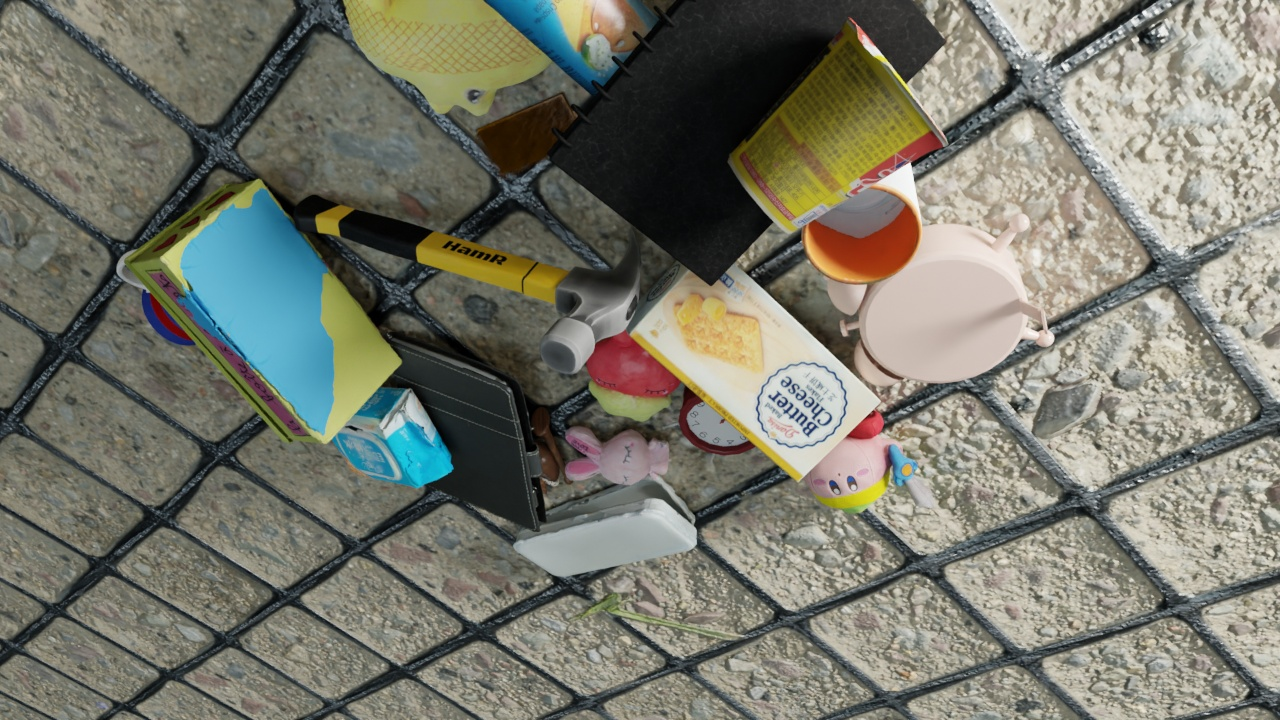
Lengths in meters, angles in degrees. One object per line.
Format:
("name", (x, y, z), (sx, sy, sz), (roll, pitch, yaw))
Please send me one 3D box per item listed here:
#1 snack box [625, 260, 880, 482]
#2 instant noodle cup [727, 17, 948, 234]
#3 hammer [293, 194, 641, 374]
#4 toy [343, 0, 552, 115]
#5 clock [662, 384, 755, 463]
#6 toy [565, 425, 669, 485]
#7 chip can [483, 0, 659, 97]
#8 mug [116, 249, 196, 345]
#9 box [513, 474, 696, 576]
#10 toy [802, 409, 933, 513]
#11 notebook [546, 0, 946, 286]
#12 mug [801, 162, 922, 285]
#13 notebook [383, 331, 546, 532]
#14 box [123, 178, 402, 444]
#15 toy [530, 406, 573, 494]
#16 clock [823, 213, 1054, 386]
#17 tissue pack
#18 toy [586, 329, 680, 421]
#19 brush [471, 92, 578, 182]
("snack box", (0.094, 0.000, 0.789), (0.208, 0.057, 0.104), (41, 100, -15))
("instant noodle cup", (0.121, -0.141, 0.590), (0.113, 0.100, 0.100), (-40, 113, 22))
("hammer", (-0.151, -0.090, 0.768), (0.325, 0.169, 0.034), (17, 132, 16))
("toy", (-0.130, -0.253, 0.661), (0.170, 0.064, 0.155), (4, 119, -1))
("clock", (0.086, 0.042, 0.868), (0.087, 0.044, 0.125), (37, 128, -18))
("toy", (-0.026, 0.100, 0.938), (0.110, 0.047, 0.064), (3, 121, 14))
("chip can", (-0.001, -0.202, 0.642), (0.080, 0.079, 0.229), (-33, 126, 32))
("mug", (-0.423, -0.070, 0.852), (0.076, 0.074, 0.112), (-21, 142, 26))
("box", (-0.043, 0.196, 1.019), (0.214, 0.063, 0.118), (-21, 124, 25))
("toy", (0.208, 0.104, 0.884), (0.124, 0.096, 0.131), (-15, 106, 15))
("notebook", (0.069, -0.178, 0.612), (0.169, 0.019, 0.232), (34, 109, -31))
("mug", (0.162, -0.118, 0.680), (0.082, 0.105, 0.082), (6, 130, 7))
("notebook", (-0.173, 0.077, 0.932), (0.170, 0.029, 0.209), (18, 137, 23))
("box", (-0.332, -0.041, 0.828), (0.079, 0.124, 0.221), (-1, 133, 42))
("toy", (-0.105, 0.100, 0.958), (0.055, 0.041, 0.102), (-14, 131, 6))
("clock", (0.243, -0.038, 0.750), (0.161, 0.086, 0.131), (-10, 126, 27))
("tissue pack", (-0.262, 0.077, 0.934), (0.145, 0.061, 0.093), (3, 128, 37))
("toy", (-0.005, 0.005, 0.855), (0.091, 0.045, 0.135), (11, 133, -1))
("brush", (-0.070, -0.185, 0.731), (0.127, 0.017, 0.048), (-16, 124, 23))
